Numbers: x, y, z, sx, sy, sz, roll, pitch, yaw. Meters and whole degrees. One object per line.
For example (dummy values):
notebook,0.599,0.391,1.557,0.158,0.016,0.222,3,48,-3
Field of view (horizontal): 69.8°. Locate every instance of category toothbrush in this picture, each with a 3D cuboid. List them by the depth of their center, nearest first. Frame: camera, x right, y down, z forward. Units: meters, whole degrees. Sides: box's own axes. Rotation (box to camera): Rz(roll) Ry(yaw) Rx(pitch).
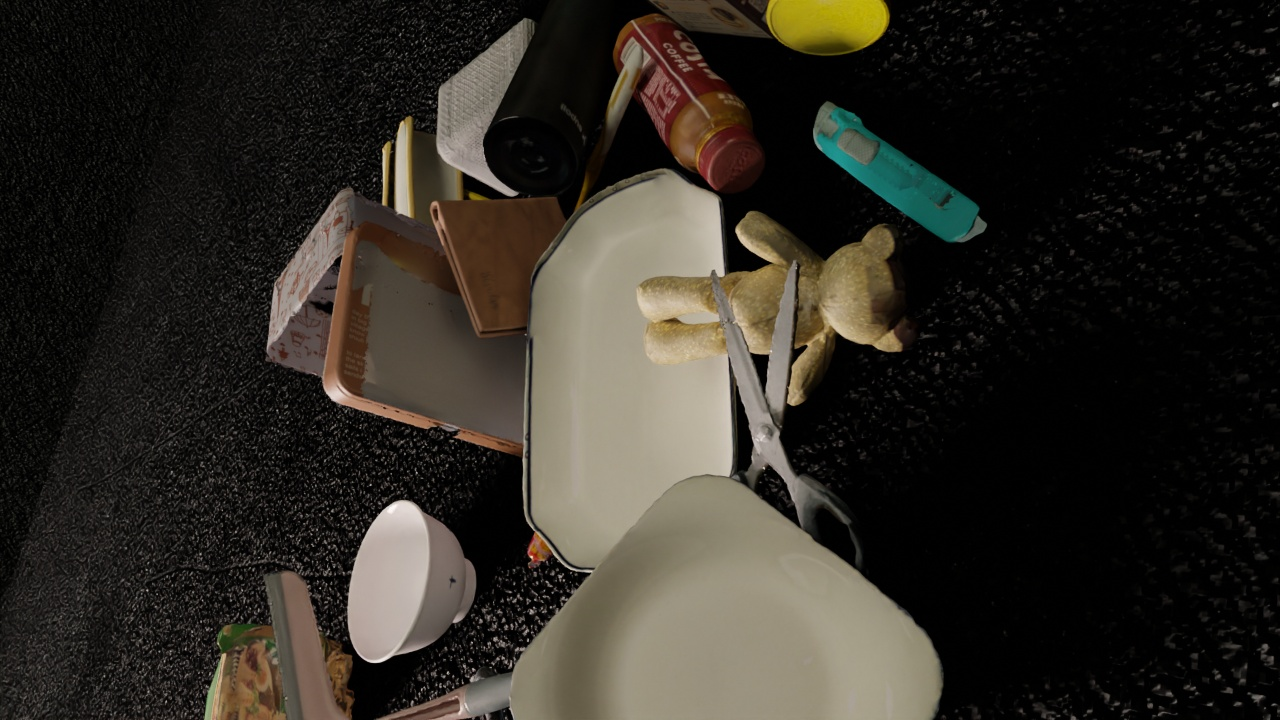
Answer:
toothbrush,-0.035,-0.150,0.678,0.016,0.018,0.192,64,145,30
toothbrush,-0.174,-0.160,0.900,0.190,0.015,0.016,30,101,51

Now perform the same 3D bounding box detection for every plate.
plate,0.039,0.154,0.436,0.163,0.034,0.164,38,79,23
plate,-0.003,0.003,0.589,0.162,0.034,0.265,-18,61,32

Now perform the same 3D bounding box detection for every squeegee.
squeegee,-0.118,0.225,0.599,0.250,0.040,0.247,-22,71,16

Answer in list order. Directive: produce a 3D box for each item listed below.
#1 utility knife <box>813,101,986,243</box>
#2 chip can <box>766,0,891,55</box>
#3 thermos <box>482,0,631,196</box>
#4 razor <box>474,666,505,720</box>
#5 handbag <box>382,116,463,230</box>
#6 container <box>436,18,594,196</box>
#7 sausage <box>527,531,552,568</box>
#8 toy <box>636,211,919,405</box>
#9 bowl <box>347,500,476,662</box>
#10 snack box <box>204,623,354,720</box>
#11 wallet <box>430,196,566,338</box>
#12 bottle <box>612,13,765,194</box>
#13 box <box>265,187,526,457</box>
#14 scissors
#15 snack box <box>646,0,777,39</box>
utility knife,0.137,-0.106,0.508,0.029,0.013,0.157,-56,40,19
chip can,0.125,-0.298,0.564,0.072,0.071,0.210,-9,66,48
thermos,-0.062,-0.235,0.693,0.069,0.090,0.241,-21,41,35
razor,-0.088,0.266,0.596,0.043,0.022,0.142,-35,47,14
handbag,-0.241,-0.137,0.923,0.179,0.063,0.163,-33,55,49
container,-0.103,-0.217,0.786,0.115,0.090,0.090,-28,54,36
sausage,-0.043,0.075,0.633,0.020,0.020,0.156,30,97,52
toy,0.068,-0.029,0.494,0.157,0.066,0.105,-6,101,29
bowl,-0.165,0.171,0.697,0.119,0.064,0.118,-26,54,42
snack box,-0.321,0.306,0.783,0.106,0.117,0.118,-45,41,33
wallet,-0.090,-0.071,0.672,0.020,0.101,0.115,-50,57,49
bottle,0.032,-0.176,0.628,0.058,0.057,0.174,-49,42,23
box,-0.166,-0.003,0.689,0.157,0.183,0.192,-43,42,30
scissors,0.065,0.043,0.464,0.159,0.014,0.176,44,122,21
snack box,0.027,-0.266,0.620,0.113,0.125,0.053,32,96,52
